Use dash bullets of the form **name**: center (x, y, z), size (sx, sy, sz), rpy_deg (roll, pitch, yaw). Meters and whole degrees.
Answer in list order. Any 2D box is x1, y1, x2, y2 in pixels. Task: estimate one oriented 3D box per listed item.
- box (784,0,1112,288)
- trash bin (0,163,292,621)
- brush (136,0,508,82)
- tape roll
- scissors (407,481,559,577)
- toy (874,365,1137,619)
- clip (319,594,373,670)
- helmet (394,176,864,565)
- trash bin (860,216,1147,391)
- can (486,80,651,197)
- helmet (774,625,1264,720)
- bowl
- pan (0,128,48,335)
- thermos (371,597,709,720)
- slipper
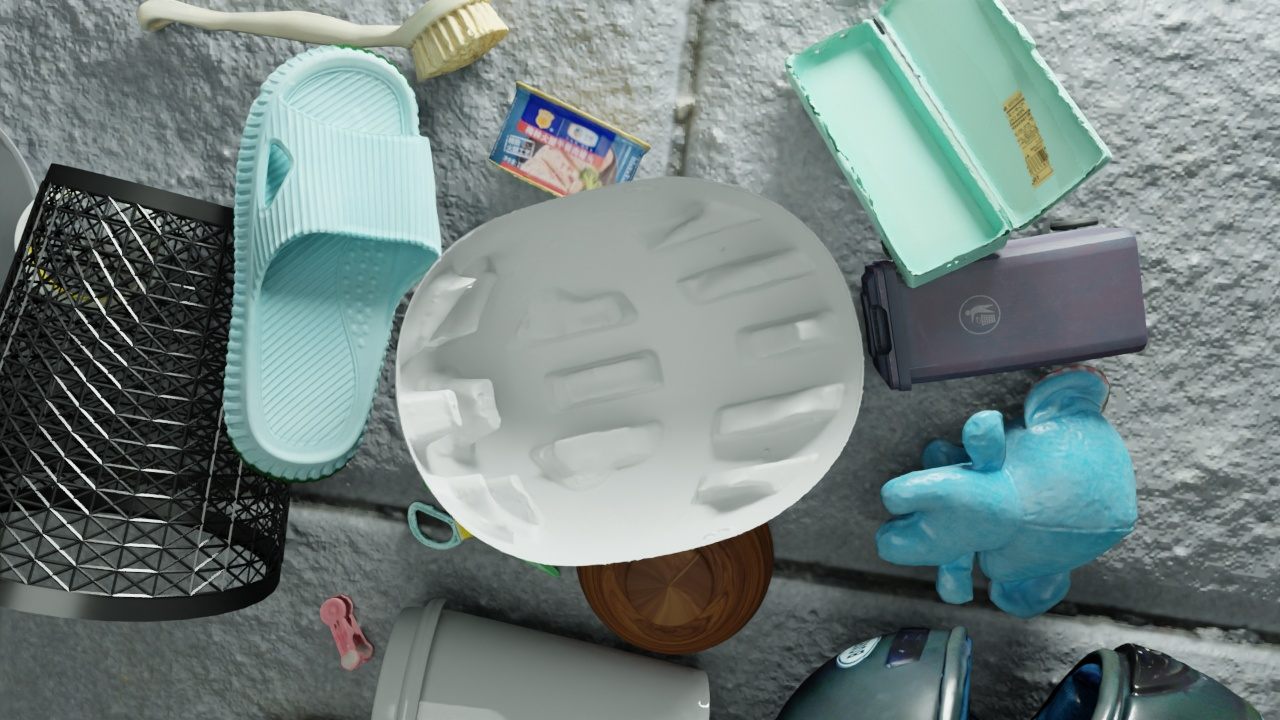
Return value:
- **box**: center (0.182, -0.153, 0.569), size (0.138, 0.057, 0.187), rpy_deg (-31, 65, 21)
- **trash bin**: center (-0.324, 0.013, 0.606), size (0.217, 0.217, 0.243), rpy_deg (14, 92, 3)
- **brush**: center (-0.225, -0.235, 0.639), size (0.272, 0.062, 0.077), rpy_deg (3, 93, 9)
- **tape roll**: center (-0.398, -0.082, 0.667), size (0.094, 0.019, 0.094), rpy_deg (-5, 102, -22)
- **scissors**: center (-0.117, 0.134, 0.692), size (0.130, 0.014, 0.071), rpy_deg (34, 99, 1)
- **toy**: center (0.232, 0.090, 0.608), size (0.180, 0.114, 0.184), rpy_deg (-4, 113, -12)
- **clip**: center (-0.227, 0.211, 0.702), size (0.023, 0.044, 0.060), rpy_deg (-26, 108, 4)
- **helmet**: center (-0.003, 0.004, 0.578), size (0.282, 0.183, 0.224), rpy_deg (-18, 94, 4)
- **trash bin**: center (0.230, -0.035, 0.602), size (0.161, 0.092, 0.094), rpy_deg (-9, 96, 10)
- **can**: center (-0.050, -0.143, 0.631), size (0.100, 0.054, 0.059), rpy_deg (27, 101, 2)
- **helmet**: center (0.189, 0.286, 0.568), size (0.236, 0.248, 0.316), rpy_deg (29, 98, 22)
- **bowl**: center (0.022, 0.148, 0.652), size (0.147, 0.068, 0.147), rpy_deg (1, 97, 5)
- **pan**: center (-0.554, -0.174, 0.675), size (0.201, 0.050, 0.356), rpy_deg (-17, 95, 7)
- **thermos**: center (-0.068, 0.247, 0.652), size (0.222, 0.131, 0.131), rpy_deg (9, 98, -4)
- **slipper**: center (-0.184, -0.064, 0.549), size (0.115, 0.070, 0.276), rpy_deg (11, 80, -37)
